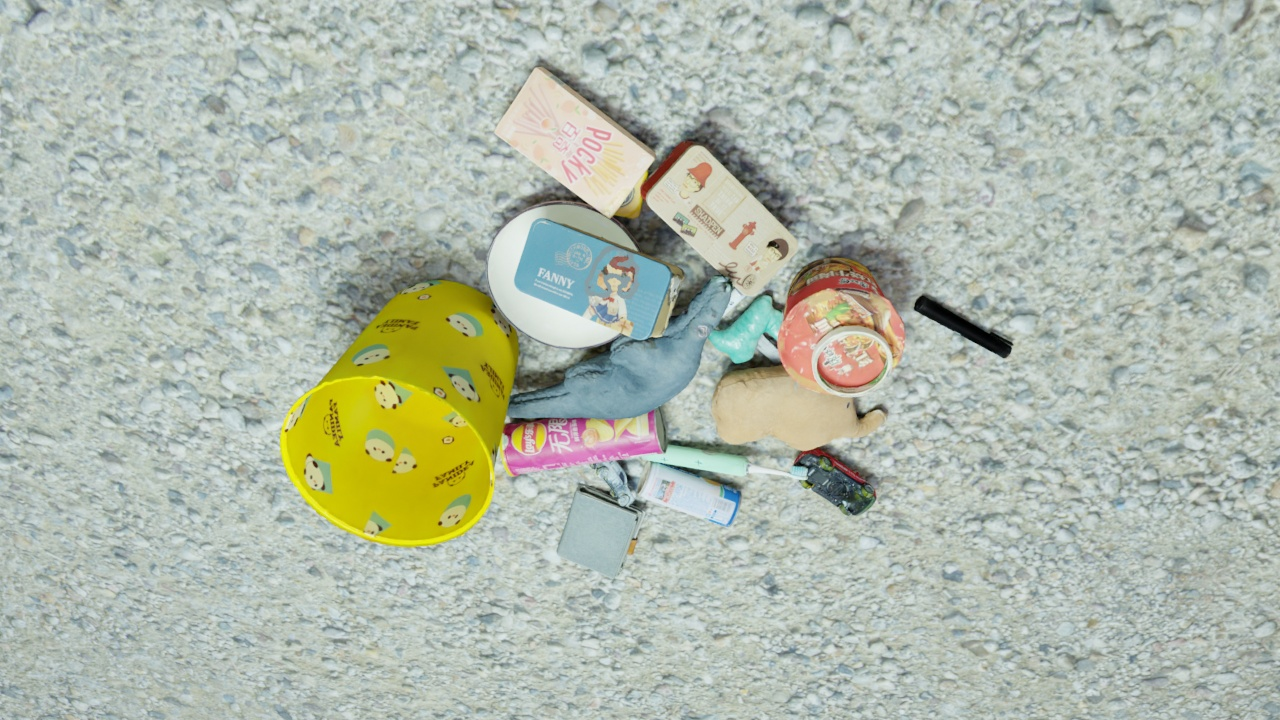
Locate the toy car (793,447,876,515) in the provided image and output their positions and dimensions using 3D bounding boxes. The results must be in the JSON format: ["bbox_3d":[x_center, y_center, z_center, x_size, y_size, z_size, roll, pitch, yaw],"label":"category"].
[{"bbox_3d":[0.256,0.157,1.210,0.120,0.045,0.053,36,121,-10],"label":"toy car"}]

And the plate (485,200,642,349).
[{"bbox_3d":[-0.085,-0.104,1.083,0.192,0.039,0.193,3,123,4],"label":"plate"}]

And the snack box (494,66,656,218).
[{"bbox_3d":[-0.069,-0.233,0.985,0.157,0.026,0.085,36,110,-6],"label":"snack box"}]

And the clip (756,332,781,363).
[{"bbox_3d":[0.152,-0.019,1.124,0.057,0.029,0.025,40,113,-11],"label":"clip"}]

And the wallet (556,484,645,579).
[{"bbox_3d":[-0.056,0.244,1.307,0.106,0.036,0.130,22,122,5],"label":"wallet"}]

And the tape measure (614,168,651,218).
[{"bbox_3d":[-0.020,-0.191,1.025,0.057,0.028,0.060,12,110,1],"label":"tape measure"}]

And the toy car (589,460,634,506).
[{"bbox_3d":[-0.037,0.160,1.248,0.034,0.043,0.090,-37,111,-11],"label":"toy car"}]

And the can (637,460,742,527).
[{"bbox_3d":[0.066,0.180,1.240,0.134,0.053,0.053,20,122,-7],"label":"can"}]

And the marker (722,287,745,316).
[{"bbox_3d":[0.100,-0.067,1.100,0.131,0.018,0.022,-42,85,27],"label":"marker"}]

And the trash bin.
[{"bbox_3d":[-0.256,0.045,1.068,0.230,0.254,0.230,3,123,4],"label":"trash bin"}]

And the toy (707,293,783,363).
[{"bbox_3d":[0.137,-0.034,1.099,0.096,0.030,0.092,40,104,-8],"label":"toy"}]

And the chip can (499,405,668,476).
[{"bbox_3d":[-0.073,0.102,1.196,0.211,0.071,0.071,-10,121,11],"label":"chip can"}]

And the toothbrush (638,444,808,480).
[{"bbox_3d":[0.107,0.134,1.203,0.225,0.026,0.027,9,104,11],"label":"toothbrush"}]

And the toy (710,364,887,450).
[{"bbox_3d":[0.201,0.061,1.138,0.226,0.082,0.144,5,147,1],"label":"toy"}]

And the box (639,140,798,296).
[{"bbox_3d":[0.085,-0.159,1.010,0.168,0.076,0.091,40,99,-21],"label":"box"}]

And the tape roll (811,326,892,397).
[{"bbox_3d":[0.230,0.002,1.001,0.086,0.013,0.086,3,123,4],"label":"tape roll"}]

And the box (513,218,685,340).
[{"bbox_3d":[-0.050,-0.091,0.990,0.184,0.059,0.090,20,100,14],"label":"box"}]

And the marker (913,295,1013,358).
[{"bbox_3d":[0.383,-0.039,1.085,0.132,0.020,0.022,26,123,-11],"label":"marker"}]

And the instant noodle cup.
[{"bbox_3d":[0.223,-0.045,1.046,0.138,0.108,0.138,3,122,4],"label":"instant noodle cup"}]

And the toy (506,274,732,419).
[{"bbox_3d":[-0.007,0.006,1.100,0.357,0.091,0.137,-31,140,34],"label":"toy"}]
